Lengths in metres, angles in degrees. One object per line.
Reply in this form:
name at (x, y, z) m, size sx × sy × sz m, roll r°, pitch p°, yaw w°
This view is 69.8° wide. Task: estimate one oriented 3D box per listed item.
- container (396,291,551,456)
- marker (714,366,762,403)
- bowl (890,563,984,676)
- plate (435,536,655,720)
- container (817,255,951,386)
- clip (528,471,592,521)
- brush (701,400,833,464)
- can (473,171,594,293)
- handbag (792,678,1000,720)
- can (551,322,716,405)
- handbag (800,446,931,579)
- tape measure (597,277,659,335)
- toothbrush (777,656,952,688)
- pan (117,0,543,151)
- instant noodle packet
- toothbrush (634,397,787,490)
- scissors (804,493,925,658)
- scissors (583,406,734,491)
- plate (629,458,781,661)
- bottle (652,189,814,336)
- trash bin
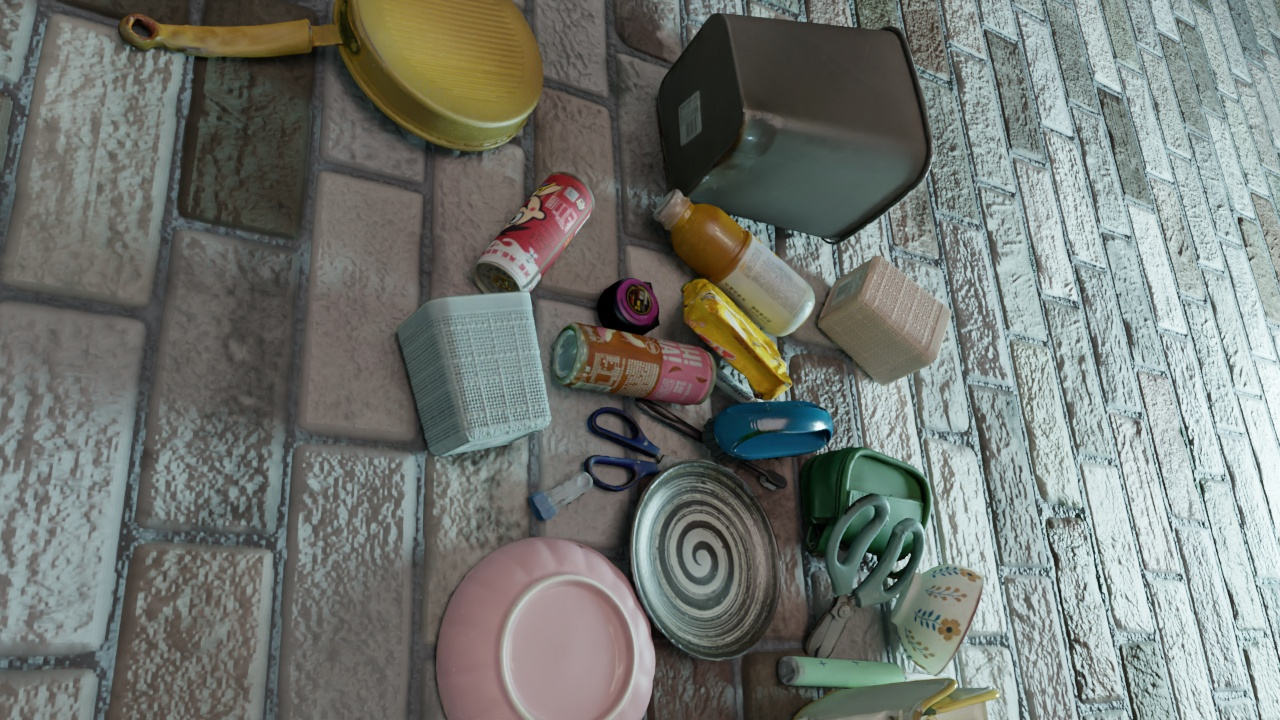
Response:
container at (-0.131, 0.012, 0.734) m, size 0.090 × 0.090 × 0.111 m, roll -8°, pitch 79°, yaw -35°
marker at (0.112, 0.042, 0.931) m, size 0.145 × 0.017 × 0.017 m, roll 36°, pitch 56°, yaw -18°
bowl at (0.292, 0.252, 0.924) m, size 0.062 × 0.114 × 0.113 m, roll 25°, pitch 53°, yaw 15°
plate at (-0.063, 0.232, 0.722) m, size 0.192 × 0.039 × 0.192 m, roll 13°, pitch 65°, yaw -30°
container at (0.270, -0.047, 1.029) m, size 0.111 × 0.090 × 0.090 m, roll 38°, pitch 55°, yaw -13°
clip at (-0.066, 0.114, 0.780) m, size 0.057 × 0.032 × 0.025 m, roll -25°, pitch 85°, yaw -34°
brush at (0.131, 0.065, 0.881) m, size 0.143 × 0.074 × 0.055 m, roll 0°, pitch 72°, yaw -33°
can at (-0.095, -0.111, 0.827) m, size 0.053 × 0.053 × 0.132 m, roll 42°, pitch 54°, yaw -13°
handbag at (0.200, 0.310, 0.791) m, size 0.178 × 0.164 × 0.063 m, roll 12°, pitch 64°, yaw -30°
can at (-0.005, 0.005, 0.840) m, size 0.147 × 0.058 × 0.057 m, roll 10°, pitch 66°, yaw -31°
handbag at (0.228, 0.153, 0.940) m, size 0.131 × 0.068 × 0.120 m, roll 23°, pitch 69°, yaw -27°
tape measure at (-0.012, -0.048, 0.868) m, size 0.057 × 0.039 × 0.057 m, roll -1°, pitch 72°, yaw -40°
toothbrush at (0.227, 0.307, 0.897) m, size 0.224 × 0.027 × 0.026 m, roll 14°, pitch 99°, yaw -29°
pan at (-0.247, -0.275, 0.796) m, size 0.356 × 0.078 × 0.197 m, roll -5°, pitch 72°, yaw -42°
instant noodle packet at (0.090, -0.023, 0.900) m, size 0.128 × 0.044 × 0.110 m, roll 44°, pitch 12°, yaw -13°
toothbrush at (0.068, 0.081, 0.888) m, size 0.181 × 0.018 × 0.015 m, roll 31°, pitch 54°, yaw -18°
scissors at (0.199, 0.207, 0.881) m, size 0.180 × 0.019 × 0.143 m, roll -48°, pitch 114°, yaw -9°
scissors at (0.019, 0.103, 0.847) m, size 0.172 × 0.012 × 0.132 m, roll 44°, pitch 52°, yaw -13°
plate at (0.057, 0.178, 0.831) m, size 0.179 × 0.024 × 0.179 m, roll 15°, pitch 65°, yaw -33°
bottle at (0.095, -0.102, 0.943) m, size 0.189 × 0.068 × 0.067 m, roll 38°, pitch 55°, yaw -16°
trash bin at (0.151, -0.247, 0.972) m, size 0.219 × 0.199 × 0.198 m, roll 2°, pitch 69°, yaw -26°
